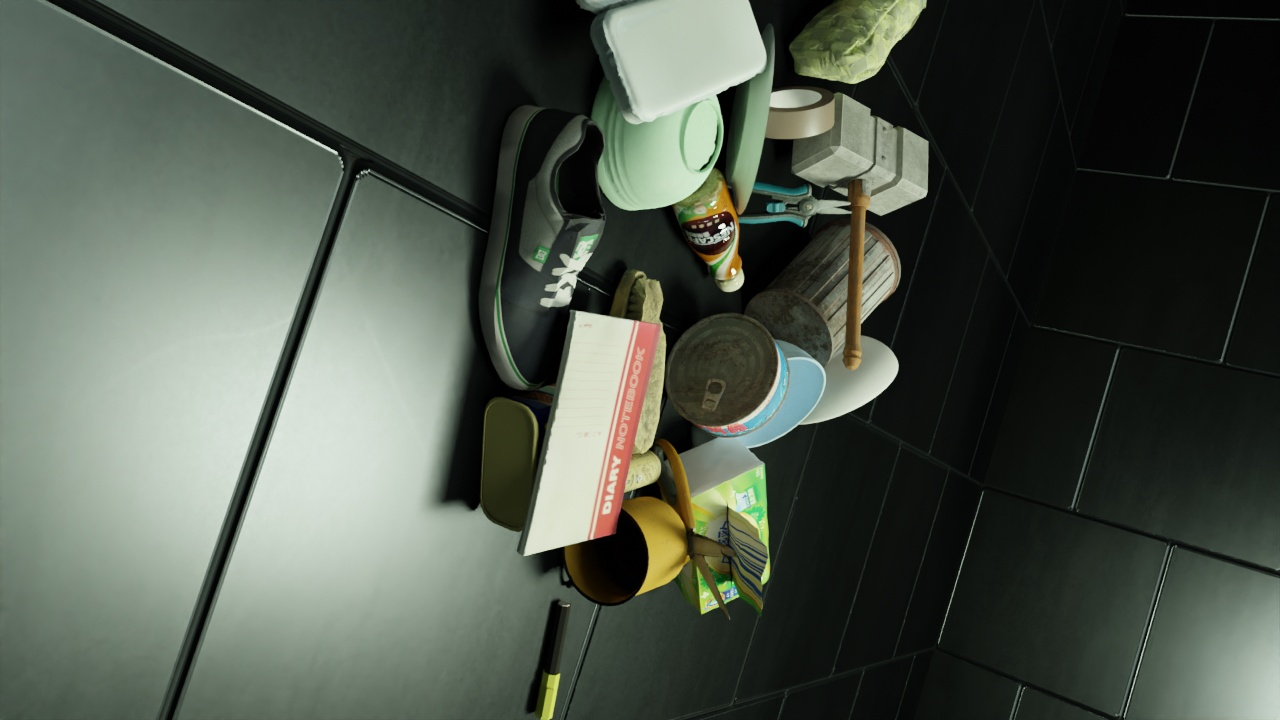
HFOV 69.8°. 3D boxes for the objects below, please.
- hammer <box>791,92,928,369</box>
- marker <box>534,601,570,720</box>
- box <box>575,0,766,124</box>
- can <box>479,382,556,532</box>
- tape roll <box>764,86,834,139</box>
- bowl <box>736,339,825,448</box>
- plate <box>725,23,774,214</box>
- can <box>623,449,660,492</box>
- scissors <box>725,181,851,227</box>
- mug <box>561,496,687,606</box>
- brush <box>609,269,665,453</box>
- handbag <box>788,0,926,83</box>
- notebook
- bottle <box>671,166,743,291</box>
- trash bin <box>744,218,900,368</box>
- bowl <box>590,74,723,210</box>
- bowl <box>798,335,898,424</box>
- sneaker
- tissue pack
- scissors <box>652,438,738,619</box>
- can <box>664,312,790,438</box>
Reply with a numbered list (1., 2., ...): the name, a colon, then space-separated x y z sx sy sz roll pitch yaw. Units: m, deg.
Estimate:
1. hammer: 0.258 -0.140 1.094 0.162 0.083 0.317 17 69 -30
2. marker: -0.090 0.311 0.949 0.017 0.021 0.124 9 96 -14
3. box: 0.022 -0.310 0.773 0.208 0.037 0.189 -34 110 -43
4. can: -0.089 0.081 0.815 0.092 0.057 0.116 -18 119 -55
5. tape roll: 0.168 -0.276 1.020 0.093 0.094 0.030 -41 135 -42
6. bowl: 0.140 0.029 1.109 0.150 0.074 0.151 -17 139 -16
7. plate: 0.107 -0.245 0.935 0.188 0.016 0.188 -177 -86 -87
8. can: -0.014 0.118 0.965 0.079 0.038 0.038 -8 110 -56
9. scissors: 0.159 -0.173 1.038 0.126 0.144 0.019 50 12 -18
10. mug: -0.021 0.198 0.946 0.124 0.100 0.094 -40 160 24
11. brush: -0.005 0.005 0.922 0.059 0.043 0.195 -21 119 -53
12. handbag: 0.251 -0.408 1.079 0.186 0.113 0.117 -50 134 -32
13. notebook: -0.041 0.063 0.817 0.152 0.012 0.209 4 100 -60
14. bottle: 0.078 -0.133 0.977 0.059 0.059 0.167 -60 149 -21
15. trash bin: 0.239 -0.087 1.183 0.210 0.131 0.131 -42 136 -38
16. bowl: 0.027 -0.209 0.847 0.150 0.077 0.151 -29 127 -48
17. bowl: 0.247 0.011 1.222 0.176 0.177 0.066 -42 111 -41
18. sneaker: -0.072 -0.083 0.746 0.084 0.079 0.235 -17 118 -55
19. tissue pack: 0.104 0.209 1.065 0.120 0.141 0.198 -26 127 -17
20. scissors: 0.046 0.177 0.981 0.016 0.226 0.216 -2 81 -24
21. can: 0.094 0.016 1.000 0.044 0.130 0.129 38 71 -56
